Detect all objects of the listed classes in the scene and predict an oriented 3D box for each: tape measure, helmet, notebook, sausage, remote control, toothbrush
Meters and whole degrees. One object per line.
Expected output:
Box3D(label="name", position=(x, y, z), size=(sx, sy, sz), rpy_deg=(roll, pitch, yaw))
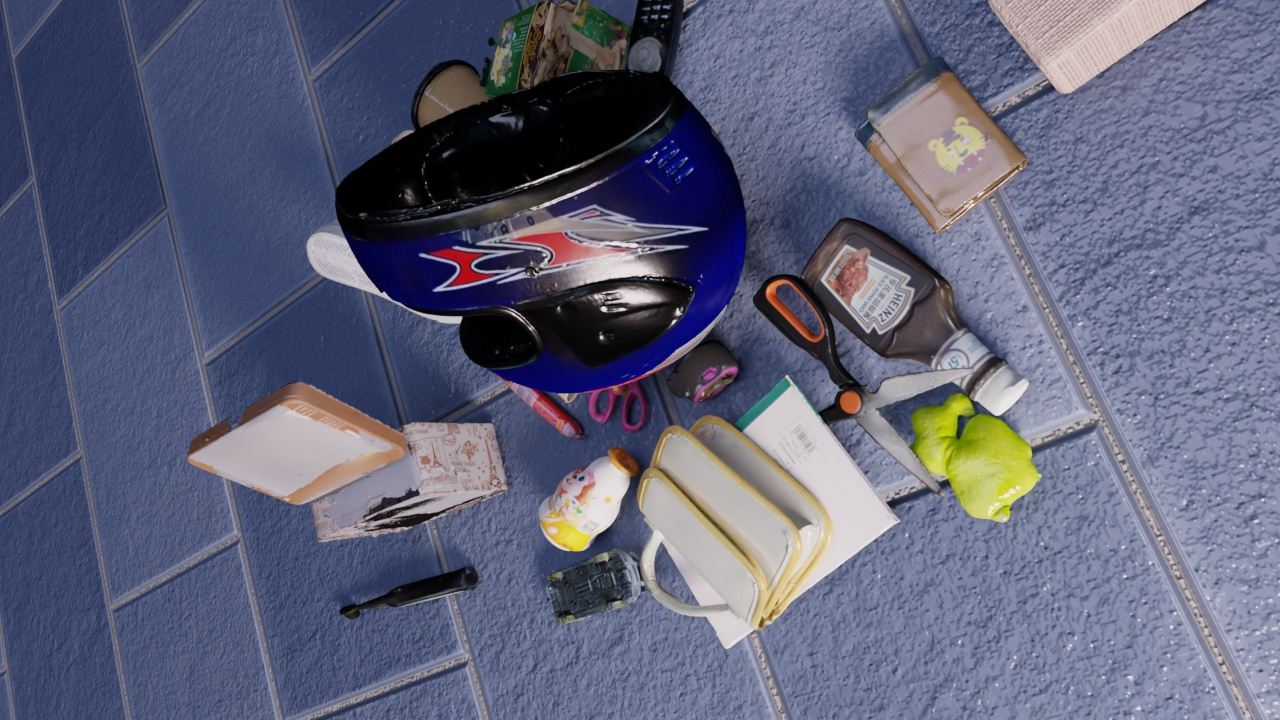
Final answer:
Box3D(label="tape measure", position=(0.059, 0.012, 0.821), size=(0.058, 0.057, 0.039), rpy_deg=(-45, 69, 19))
Box3D(label="helmet", position=(-0.066, -0.089, 0.779), size=(0.315, 0.241, 0.247), rpy_deg=(-18, 36, 0))
Box3D(label="notebook", position=(0.101, 0.134, 0.793), size=(0.210, 0.012, 0.150), rpy_deg=(-47, 65, 32))
Box3D(label="sausage", position=(-0.111, 0.037, 0.949), size=(0.156, 0.020, 0.020), rpy_deg=(39, 107, 28))
Box3D(label="remote control", position=(0.015, -0.308, 0.889), size=(0.053, 0.024, 0.136), rpy_deg=(13, 95, 30))
Box3D(label="toothbrush", position=(-0.266, 0.265, 1.029), size=(0.213, 0.027, 0.026), rpy_deg=(-22, 31, 30))

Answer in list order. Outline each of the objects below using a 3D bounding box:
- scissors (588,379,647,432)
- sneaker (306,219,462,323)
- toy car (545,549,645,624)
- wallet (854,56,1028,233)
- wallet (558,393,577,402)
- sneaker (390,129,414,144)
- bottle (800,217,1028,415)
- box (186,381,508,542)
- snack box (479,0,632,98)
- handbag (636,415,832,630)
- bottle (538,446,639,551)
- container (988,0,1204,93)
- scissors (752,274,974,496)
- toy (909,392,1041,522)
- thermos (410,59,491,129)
Box3D(label="scissors", position=(-0.002, 0.004, 0.887), size=(0.073, 0.017, 0.137), rpy_deg=(27, 97, 31))
Box3D(label="sneaker", position=(-0.240, -0.110, 1.014), size=(0.242, 0.090, 0.090), rpy_deg=(16, 126, 14))
Box3D(label="toy car", position=(-0.045, 0.219, 0.887), size=(0.121, 0.036, 0.054), rpy_deg=(-29, 72, 38))
Box3D(label="wallet", position=(0.238, -0.172, 0.737), size=(0.090, 0.033, 0.115), rpy_deg=(-40, 71, 23))
Box3D(label="wallet", position=(-0.091, -0.025, 0.939), size=(0.115, 0.024, 0.087), rpy_deg=(40, 112, 28))
Box3D(label="sneaker", position=(-0.163, -0.150, 0.909), size=(0.241, 0.088, 0.118), rpy_deg=(42, 74, 7))
Box3D(label="bottle", position=(0.218, -0.033, 0.731), size=(0.195, 0.044, 0.080), rpy_deg=(45, 116, 26))
Box3D(label="box", position=(-0.286, 0.106, 0.914), size=(0.179, 0.259, 0.110), rpy_deg=(-24, 72, 29))
Box3D(label="snack box", position=(-0.084, -0.287, 0.909), size=(0.106, 0.117, 0.118), rpy_deg=(17, 93, 44))
Box3D(label="handbag", position=(0.058, 0.158, 0.787), size=(0.163, 0.063, 0.179), rpy_deg=(42, 121, 32))
Box3D(label="bottle", position=(-0.048, 0.131, 0.877), size=(0.109, 0.063, 0.063), rpy_deg=(-48, 64, 20))
Box3D(label="container", position=(0.323, -0.262, 0.657), size=(0.111, 0.089, 0.090), rpy_deg=(-39, 68, 28))
Box3D(label="scissors", position=(0.159, 0.026, 0.755), size=(0.235, 0.021, 0.221), rpy_deg=(-35, 75, 39))
Box3D(label="toy", position=(0.255, 0.072, 0.707), size=(0.100, 0.031, 0.096), rpy_deg=(5, 77, 29))
Box3D(label="thermos", position=(-0.172, -0.251, 0.970), size=(0.143, 0.093, 0.093), rpy_deg=(38, 107, 19))
